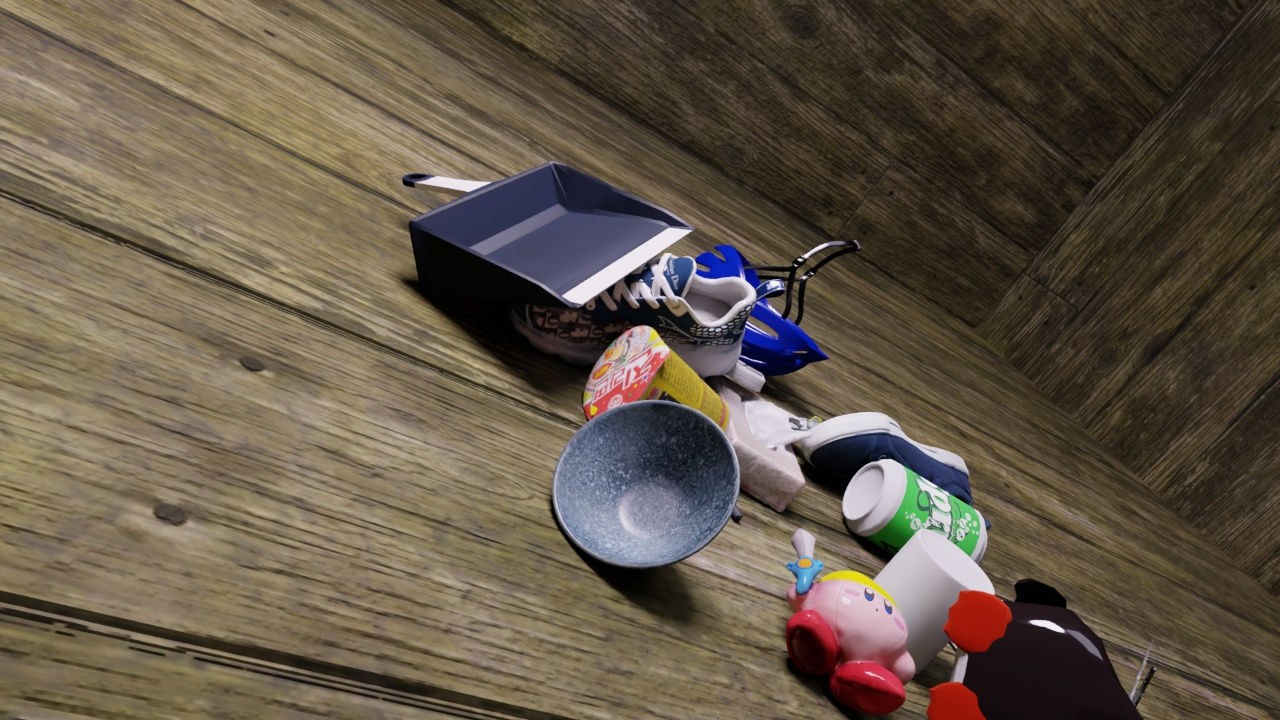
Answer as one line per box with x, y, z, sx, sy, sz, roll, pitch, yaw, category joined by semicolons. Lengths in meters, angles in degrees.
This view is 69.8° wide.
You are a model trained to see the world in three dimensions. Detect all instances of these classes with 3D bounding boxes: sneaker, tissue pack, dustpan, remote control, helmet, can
0.004;-0.062;0.905;0.269;0.133;0.103;8;55;-23;sneaker
0.120;0.074;0.965;0.104;0.071;0.181;30;16;-13;tissue pack
0.305;0.149;1.073;0.294;0.121;0.127;24;44;-36;sneaker
-0.120;-0.140;0.901;0.274;0.080;0.235;8;27;28;dustpan
0.109;0.008;1.063;0.074;0.019;0.151;29;5;5;remote control
0.170;-0.098;1.209;0.241;0.228;0.147;41;10;14;helmet
0.294;0.171;0.983;0.140;0.088;0.087;30;19;-14;can

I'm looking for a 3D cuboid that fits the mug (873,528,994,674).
0.253;0.212;0.798;0.111;0.097;0.078;22;23;-33;mug

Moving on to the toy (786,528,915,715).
0.155;0.202;0.717;0.124;0.097;0.131;32;37;10;toy

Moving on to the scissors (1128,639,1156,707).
0.378;0.326;0.744;0.015;0.202;0.205;22;50;30;scissors

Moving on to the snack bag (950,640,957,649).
0.319;0.276;0.887;0.057;0.013;0.157;21;23;-30;snack bag

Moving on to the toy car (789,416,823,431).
0.175;0.076;1.075;0.090;0.027;0.038;9;-5;11;toy car

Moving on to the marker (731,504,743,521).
0.061;0.099;0.881;0.011;0.011;0.152;21;24;-36;marker

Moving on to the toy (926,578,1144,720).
0.328;0.266;0.734;0.140;0.159;0.184;9;-14;34;toy

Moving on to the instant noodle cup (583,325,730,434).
0.020;0.039;0.848;0.112;0.100;0.100;35;16;-31;instant noodle cup

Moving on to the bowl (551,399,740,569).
0.007;0.101;0.680;0.137;0.137;0.057;48;-17;34;bowl
